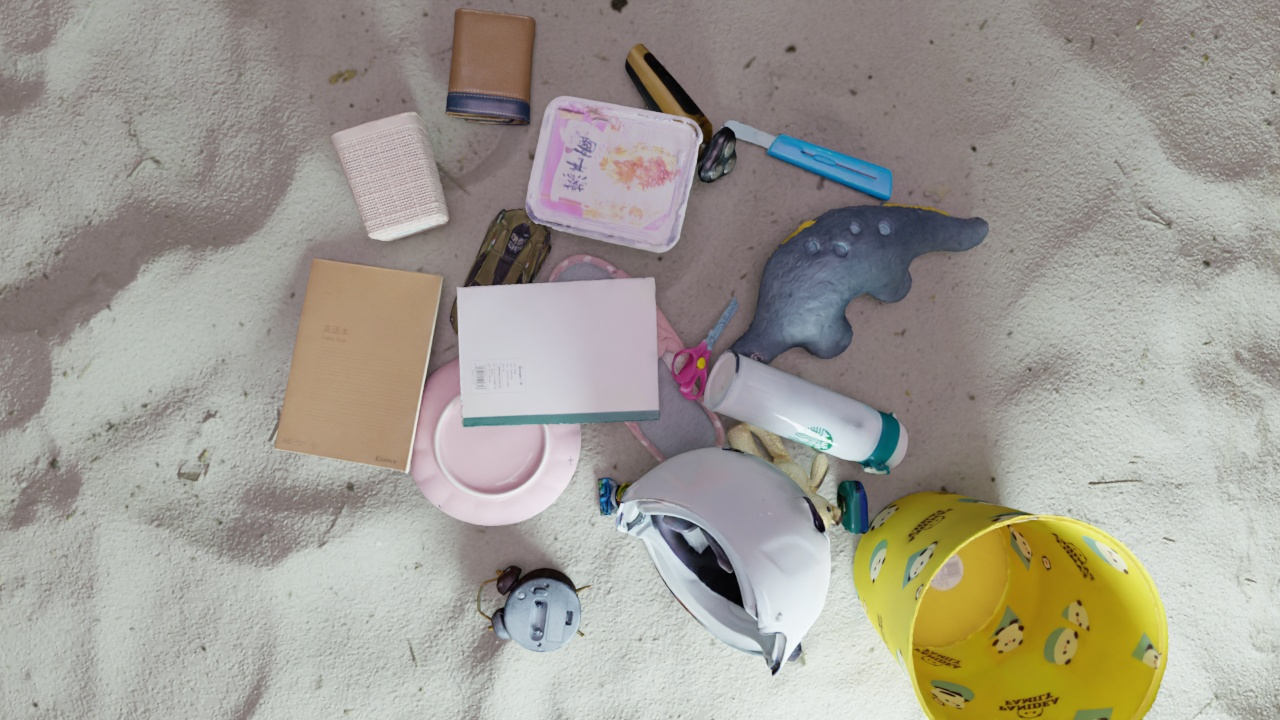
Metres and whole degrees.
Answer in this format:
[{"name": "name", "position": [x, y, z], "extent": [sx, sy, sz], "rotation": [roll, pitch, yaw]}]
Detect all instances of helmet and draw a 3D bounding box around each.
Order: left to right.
[{"name": "helmet", "position": [0.098, 0.181, 0.923], "extent": [0.145, 0.259, 0.229], "rotation": [-42, 61, -17]}]

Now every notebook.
[{"name": "notebook", "position": [-0.300, 0.003, 0.978], "extent": [0.149, 0.012, 0.211], "rotation": [9, 84, 7]}, {"name": "notebook", "position": [-0.086, -0.008, 0.958], "extent": [0.209, 0.012, 0.150], "rotation": [-2, 88, 2]}]

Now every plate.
[{"name": "plate", "position": [-0.159, 0.085, 0.988], "extent": [0.192, 0.039, 0.192], "rotation": [0, 90, -6]}]

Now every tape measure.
[{"name": "tape measure", "position": [0.231, 0.159, 1.007], "extent": [0.025, 0.054, 0.058], "rotation": [-2, 90, -5]}]

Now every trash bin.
[{"name": "trash bin", "position": [0.337, 0.243, 0.914], "extent": [0.229, 0.255, 0.229], "rotation": [0, 92, -3]}]

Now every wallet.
[{"name": "wallet", "position": [-0.160, -0.314, 0.985], "extent": [0.090, 0.033, 0.115], "rotation": [4, 91, -5]}]

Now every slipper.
[{"name": "slipper", "position": [-0.006, 0.006, 0.991], "extent": [0.114, 0.054, 0.274], "rotation": [-35, 95, -1]}]

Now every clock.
[{"name": "clock", "position": [-0.118, 0.267, 0.997], "extent": [0.122, 0.055, 0.082], "rotation": [8, 92, -2]}]

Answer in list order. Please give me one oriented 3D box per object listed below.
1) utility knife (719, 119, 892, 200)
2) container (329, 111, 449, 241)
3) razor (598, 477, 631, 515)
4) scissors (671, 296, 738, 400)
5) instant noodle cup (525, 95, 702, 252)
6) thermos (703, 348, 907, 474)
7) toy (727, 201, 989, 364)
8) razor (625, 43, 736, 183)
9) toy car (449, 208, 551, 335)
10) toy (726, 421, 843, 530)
[{"name": "utility knife", "position": [0.183, -0.224, 1.009], "extent": [0.202, 0.018, 0.034], "rotation": [19, 92, -2]}, {"name": "container", "position": [-0.255, -0.188, 0.958], "extent": [0.090, 0.090, 0.111], "rotation": [-17, 96, -2]}, {"name": "razor", "position": [0.025, 0.149, 1.015], "extent": [0.142, 0.022, 0.042], "rotation": [-2, 94, -3]}, {"name": "scissors", "position": [0.072, -0.022, 0.986], "extent": [0.064, 0.017, 0.135], "rotation": [50, 60, -35]}, {"name": "instant noodle cup", "position": [-0.023, -0.192, 0.959], "extent": [0.173, 0.060, 0.138], "rotation": [15, 96, 19]}, {"name": "thermos", "position": [0.180, 0.060, 0.975], "extent": [0.224, 0.073, 0.073], "rotation": [21, 91, -17]}, {"name": "toy", "position": [0.209, -0.088, 0.987], "extent": [0.356, 0.091, 0.138], "rotation": [-34, 121, 0]}, {"name": "razor", "position": [0.043, -0.268, 0.983], "extent": [0.167, 0.068, 0.062], "rotation": [53, 45, 3]}, {"name": "toy car", "position": [-0.151, -0.087, 0.990], "extent": [0.070, 0.042, 0.158], "rotation": [25, 94, -3]}, {"name": "toy", "position": [0.154, 0.125, 0.998], "extent": [0.105, 0.066, 0.157], "rotation": [-35, 83, 0]}]
